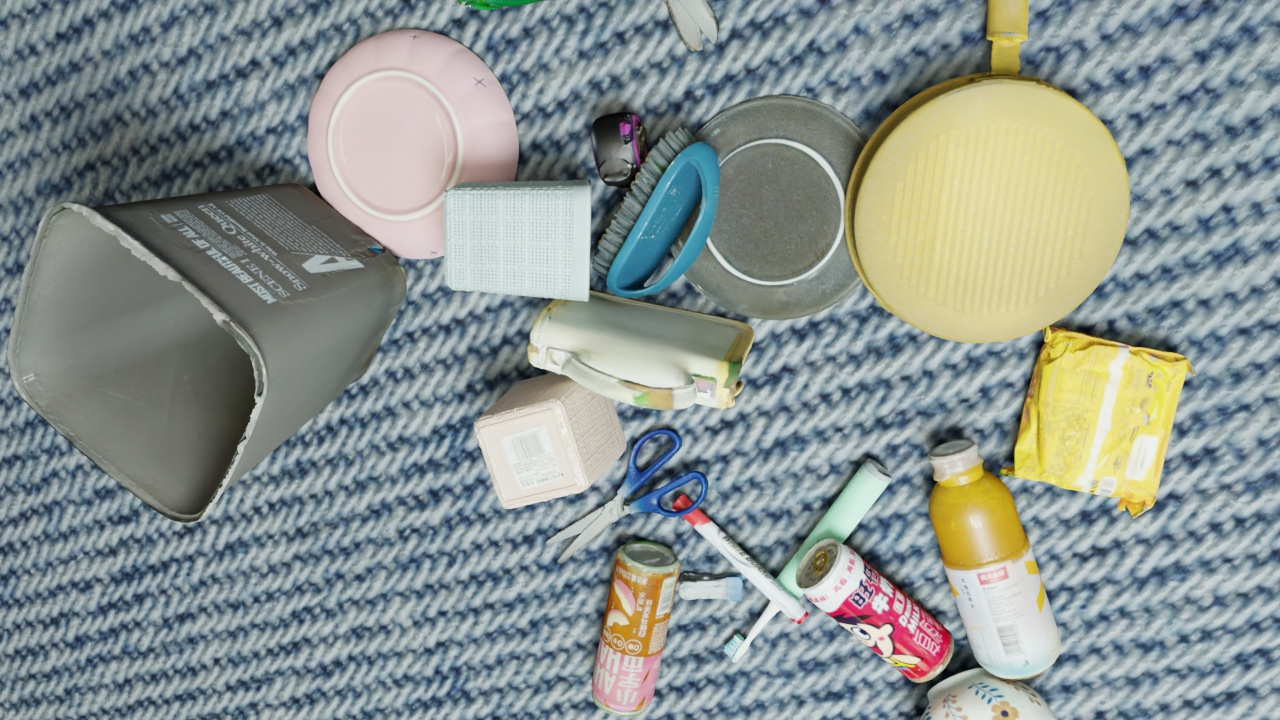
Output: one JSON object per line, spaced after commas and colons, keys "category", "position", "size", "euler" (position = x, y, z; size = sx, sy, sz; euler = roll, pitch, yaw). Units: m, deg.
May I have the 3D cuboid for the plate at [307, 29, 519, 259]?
{"category": "plate", "position": [-0.199, -0.180, 0.773], "size": [0.192, 0.039, 0.192], "euler": [3, 103, 12]}

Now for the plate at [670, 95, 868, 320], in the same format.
{"category": "plate", "position": [0.106, -0.117, 0.726], "size": [0.179, 0.024, 0.179], "euler": [3, 103, 13]}

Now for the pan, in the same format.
{"category": "pan", "position": [0.258, -0.188, 0.664], "size": [0.198, 0.078, 0.358], "euler": [5, 109, 5]}

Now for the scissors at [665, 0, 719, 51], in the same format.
{"category": "scissors", "position": [0.002, -0.312, 0.710], "size": [0.143, 0.019, 0.180], "euler": [-15, 100, 15]}

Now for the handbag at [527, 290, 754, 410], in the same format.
{"category": "handbag", "position": [-0.004, 0.004, 0.698], "size": [0.163, 0.178, 0.063], "euler": [11, 108, 10]}

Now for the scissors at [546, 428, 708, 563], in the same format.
{"category": "scissors", "position": [-0.011, 0.135, 0.806], "size": [0.133, 0.012, 0.173], "euler": [29, 103, 23]}

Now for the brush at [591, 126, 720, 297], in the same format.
{"category": "brush", "position": [0.018, -0.105, 0.715], "size": [0.073, 0.055, 0.144], "euler": [47, 122, 23]}

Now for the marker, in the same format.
{"category": "marker", "position": [0.084, 0.169, 0.782], "size": [0.145, 0.017, 0.017], "euler": [42, 108, 15]}

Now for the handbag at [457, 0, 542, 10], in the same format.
{"category": "handbag", "position": [-0.095, -0.336, 0.693], "size": [0.120, 0.067, 0.131], "euler": [1, 105, 34]}

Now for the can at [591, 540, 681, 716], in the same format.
{"category": "can", "position": [-0.005, 0.237, 0.813], "size": [0.058, 0.057, 0.147], "euler": [13, 105, 9]}

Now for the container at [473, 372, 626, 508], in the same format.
{"category": "container", "position": [-0.075, 0.064, 0.762], "size": [0.090, 0.110, 0.090], "euler": [-15, 99, 15]}

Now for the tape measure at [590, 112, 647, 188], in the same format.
{"category": "tape measure", "position": [-0.014, -0.166, 0.724], "size": [0.039, 0.057, 0.058], "euler": [-7, 90, 14]}

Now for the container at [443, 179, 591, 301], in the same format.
{"category": "container", "position": [-0.095, -0.097, 0.727], "size": [0.111, 0.090, 0.090], "euler": [1, 104, -4]}

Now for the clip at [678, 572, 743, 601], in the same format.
{"category": "clip", "position": [0.062, 0.200, 0.810], "size": [0.057, 0.032, 0.025], "euler": [2, 105, 9]}

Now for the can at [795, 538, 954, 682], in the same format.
{"category": "can", "position": [0.190, 0.203, 0.748], "size": [0.132, 0.053, 0.053], "euler": [40, 108, -13]}

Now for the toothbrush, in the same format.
{"category": "toothbrush", "position": [0.140, 0.177, 0.784], "size": [0.027, 0.026, 0.225], "euler": [41, 110, 27]}

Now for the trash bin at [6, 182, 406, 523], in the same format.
{"category": "trash bin", "position": [-0.322, -0.029, 0.727], "size": [0.199, 0.219, 0.199], "euler": [39, 120, 2]}

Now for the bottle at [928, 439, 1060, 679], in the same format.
{"category": "bottle", "position": [0.274, 0.155, 0.726], "size": [0.068, 0.068, 0.189], "euler": [-18, 98, 16]}

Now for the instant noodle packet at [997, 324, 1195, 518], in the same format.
{"category": "instant noodle packet", "position": [0.345, 0.046, 0.698], "size": [0.111, 0.044, 0.128], "euler": [14, 102, 16]}

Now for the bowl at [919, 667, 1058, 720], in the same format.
{"category": "bowl", "position": [0.274, 0.292, 0.750], "size": [0.114, 0.113, 0.062], "euler": [-33, 50, 17]}
